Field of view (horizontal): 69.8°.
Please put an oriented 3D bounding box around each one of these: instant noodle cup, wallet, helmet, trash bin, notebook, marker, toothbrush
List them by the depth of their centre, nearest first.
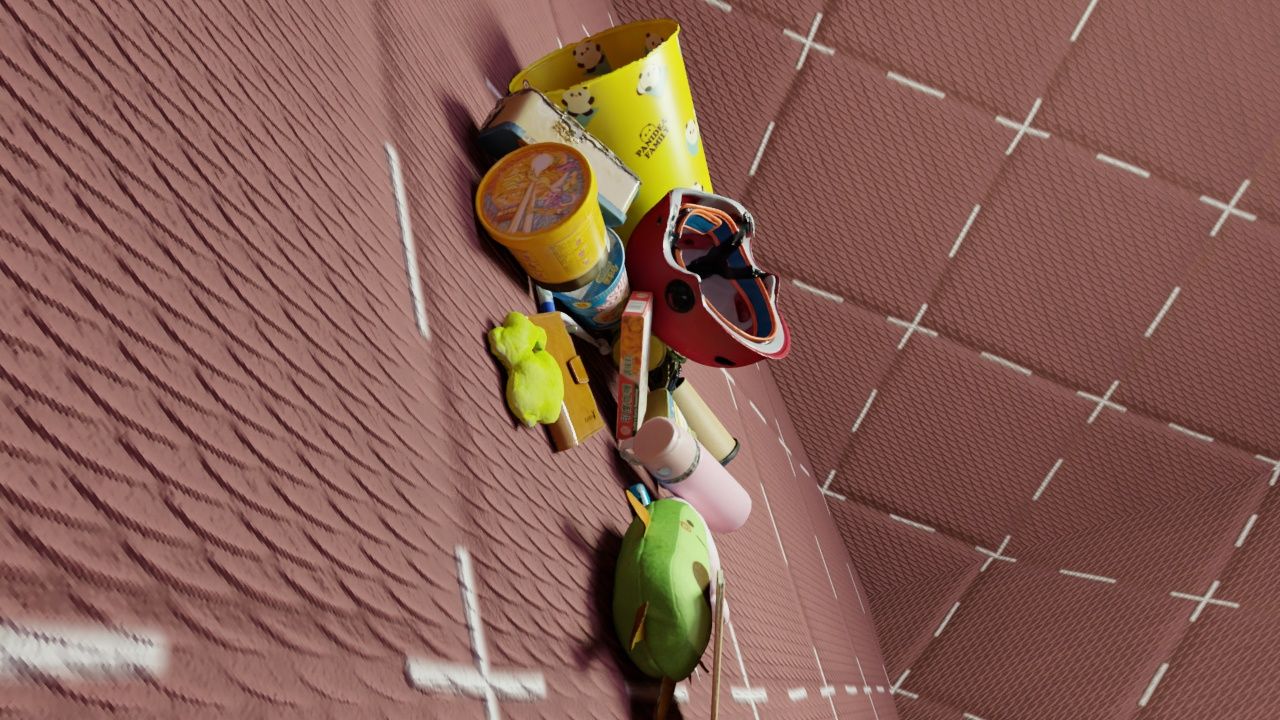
[{"bbox_3d":[0.069,0.304,0.846,0.148,0.008,0.207,62,32,-81],"label":"notebook"},{"bbox_3d":[-0.079,0.016,0.893,0.130,0.035,0.119,68,19,-1],"label":"wallet"},{"bbox_3d":[-0.088,-0.136,0.917,0.114,0.118,0.118,62,12,-58],"label":"instant noodle cup"},{"bbox_3d":[-0.107,-0.095,0.979,0.017,0.017,0.145,48,24,-58],"label":"marker"},{"bbox_3d":[-0.054,-0.088,1.037,0.110,0.099,0.099,59,14,-65],"label":"instant noodle cup"},{"bbox_3d":[-0.067,-0.033,1.052,0.016,0.016,0.180,64,10,18],"label":"toothbrush"},{"bbox_3d":[0.070,-0.083,1.129,0.206,0.144,0.240,-11,75,-54],"label":"helmet"},{"bbox_3d":[-0.021,-0.288,1.230,0.229,0.230,0.255,-91,162,-58],"label":"trash bin"}]

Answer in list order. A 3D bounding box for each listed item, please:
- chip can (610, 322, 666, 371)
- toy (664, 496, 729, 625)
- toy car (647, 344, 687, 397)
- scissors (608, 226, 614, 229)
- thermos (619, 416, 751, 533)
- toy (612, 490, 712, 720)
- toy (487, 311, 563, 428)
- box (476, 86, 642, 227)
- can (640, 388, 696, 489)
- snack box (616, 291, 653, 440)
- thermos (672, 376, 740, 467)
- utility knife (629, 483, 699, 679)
[{"bbox_3d":[-0.009,-0.077,1.240,0.220,0.073,0.072,-95,159,-51],"label":"chip can"},{"bbox_3d":[0.061,0.228,1.040,0.121,0.054,0.159,45,-22,63],"label":"toy"},{"bbox_3d":[0.024,-0.001,1.244,0.158,0.042,0.070,-117,-136,-64],"label":"toy car"},{"bbox_3d":[-0.067,-0.180,1.148,0.143,0.019,0.180,27,-15,19],"label":"scissors"},{"bbox_3d":[0.053,0.137,1.075,0.198,0.087,0.067,45,41,-45],"label":"thermos"},{"bbox_3d":[0.022,0.215,0.850,0.246,0.090,0.227,-79,155,-61],"label":"toy"},{"bbox_3d":[-0.096,0.009,0.804,0.100,0.031,0.096,56,34,-17],"label":"toy"},{"bbox_3d":[-0.080,-0.208,0.980,0.184,0.061,0.090,37,-17,-27],"label":"box"},{"bbox_3d":[0.030,0.097,1.158,0.083,0.057,0.102,59,16,-30],"label":"can"},{"bbox_3d":[-0.006,0.006,1.049,0.076,0.027,0.156,-71,166,-64],"label":"snack box"},{"bbox_3d":[0.073,0.098,1.281,0.143,0.093,0.093,57,15,-11],"label":"thermos"},{"bbox_3d":[0.030,0.240,0.999,0.034,0.018,0.218,75,-4,-79],"label":"utility knife"}]
